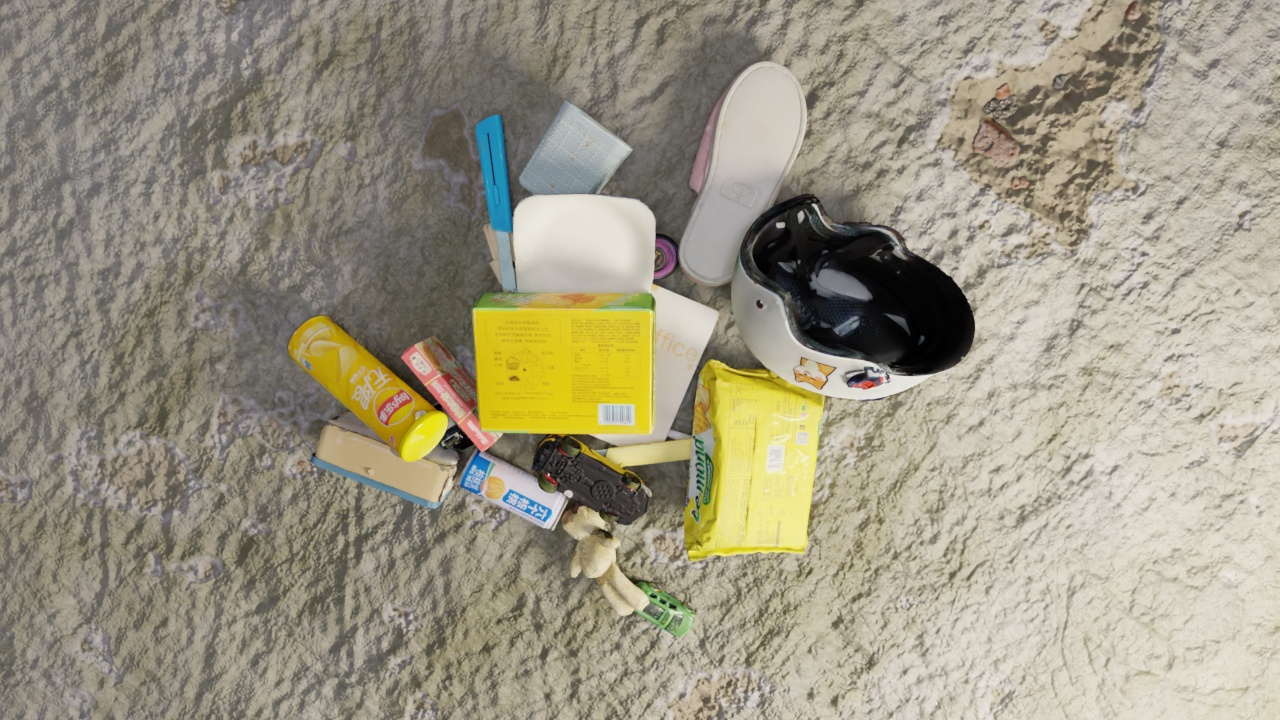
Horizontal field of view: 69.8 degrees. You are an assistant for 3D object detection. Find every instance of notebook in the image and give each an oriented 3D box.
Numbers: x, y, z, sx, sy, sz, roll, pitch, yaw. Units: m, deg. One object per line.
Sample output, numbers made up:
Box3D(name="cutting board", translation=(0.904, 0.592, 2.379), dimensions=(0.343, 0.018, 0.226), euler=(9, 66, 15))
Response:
Box3D(name="notebook", translation=(-0.007, 0.007, 1.136), dimensions=(0.146, 0.010, 0.206), euler=(23, 98, -3))

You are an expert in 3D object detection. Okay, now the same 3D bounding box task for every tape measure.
Box3D(name="tape measure", translation=(-0.235, 0.078, 1.145), dimensions=(0.033, 0.065, 0.066), euler=(-32, 80, 8))
Box3D(name="tape measure", translation=(0.020, -0.127, 1.123), dimensions=(0.058, 0.039, 0.057), euler=(11, 98, 6))

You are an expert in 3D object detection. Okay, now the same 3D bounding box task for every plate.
Box3D(name="plate", translation=(-0.065, -0.127, 1.072), dimensions=(0.164, 0.034, 0.164), euler=(3, 129, -1))

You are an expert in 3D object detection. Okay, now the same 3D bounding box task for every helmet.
Box3D(name="helmet", translation=(0.221, -0.048, 1.055), dimensions=(0.274, 0.229, 0.157), euler=(23, 140, -7))

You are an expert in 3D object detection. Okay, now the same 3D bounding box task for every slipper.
Box3D(name="slipper", translation=(0.118, -0.220, 1.098), dimensions=(0.114, 0.054, 0.274), euler=(18, 94, -1))

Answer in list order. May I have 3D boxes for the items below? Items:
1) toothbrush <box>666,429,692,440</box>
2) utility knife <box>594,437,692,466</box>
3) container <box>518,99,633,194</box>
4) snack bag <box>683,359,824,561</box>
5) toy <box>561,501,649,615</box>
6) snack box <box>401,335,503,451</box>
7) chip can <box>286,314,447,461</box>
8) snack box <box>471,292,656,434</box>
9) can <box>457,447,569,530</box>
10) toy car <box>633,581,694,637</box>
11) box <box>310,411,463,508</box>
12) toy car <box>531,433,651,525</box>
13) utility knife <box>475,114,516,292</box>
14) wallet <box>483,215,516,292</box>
Box3D(name="toothbrush", translation=(0.033, 0.091, 1.160), dimensions=(0.180, 0.016, 0.016), euler=(21, 99, 0))
Box3D(name="utility knife", translation=(-0.001, 0.115, 1.137), dimensions=(0.216, 0.022, 0.031), euler=(-7, 95, -5))
Box3D(name="container", translation=(-0.079, -0.234, 1.090), dimensions=(0.090, 0.090, 0.111), euler=(37, 100, -2))
Box3D(name="snack bag", translation=(0.142, 0.123, 1.114), dimensions=(0.158, 0.068, 0.246), euler=(3, 96, -16))
Box3D(name="toy", translation=(-0.045, 0.249, 1.152), dimensions=(0.157, 0.066, 0.105), euler=(57, 138, 9))
Box3D(name="snack box", translation=(-0.226, 0.039, 1.135), dimensions=(0.025, 0.075, 0.153), euler=(-39, 94, 12))
Box3D(name="chip can", translation=(-0.331, 0.032, 1.109), dimensions=(0.213, 0.072, 0.072), euler=(36, 98, 18))
Box3D(name="snack box", translation=(-0.086, 0.002, 1.082), dimensions=(0.210, 0.070, 0.158), euler=(1, 109, 3))
Box3D(name="can", translation=(-0.159, 0.164, 1.159), dimensions=(0.134, 0.053, 0.053), euler=(27, 97, -1))
Box3D(name="toy car", translation=(0.027, 0.323, 1.182), dimensions=(0.091, 0.036, 0.043), euler=(30, 96, -5))
Box3D(name="box", translation=(-0.319, 0.119, 1.145), dimensions=(0.184, 0.089, 0.062), euler=(19, 98, 2))
Box3D(name="toy car", translation=(-0.060, 0.146, 1.119), dimensions=(0.156, 0.041, 0.071), euler=(30, 108, -7))
Box3D(name="utility knife", translation=(-0.172, -0.189, 1.118), dimensions=(0.034, 0.018, 0.218), euler=(-8, 88, 4))
Box3D(name="wallet", translation=(-0.143, -0.124, 1.138), dimensions=(0.087, 0.024, 0.115), euler=(-18, 97, 6))
